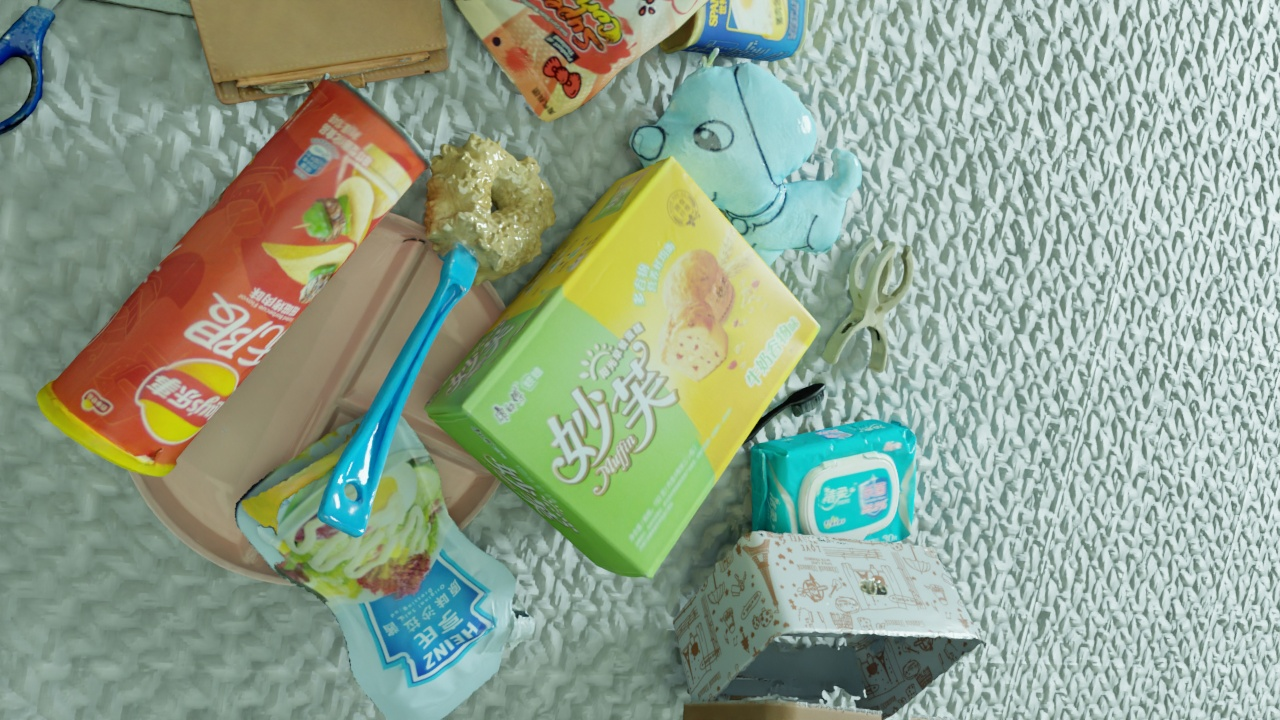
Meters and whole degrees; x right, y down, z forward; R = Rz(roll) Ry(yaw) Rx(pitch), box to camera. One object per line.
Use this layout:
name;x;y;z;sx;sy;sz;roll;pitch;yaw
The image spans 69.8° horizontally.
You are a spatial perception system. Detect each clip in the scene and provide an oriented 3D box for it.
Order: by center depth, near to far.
clip;0.173;-0.041;0.684;0.070;0.034;0.100;11;100;-25

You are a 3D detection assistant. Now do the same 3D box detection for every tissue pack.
tissue pack;0.141;0.099;0.686;0.133;0.050;0.093;-9;104;-20

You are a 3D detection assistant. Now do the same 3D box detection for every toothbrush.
toothbrush;0.060;0.066;0.666;0.188;0.014;0.017;-30;122;-15

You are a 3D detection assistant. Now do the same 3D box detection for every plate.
plate;-0.182;0.022;0.547;0.229;0.028;0.229;-5;102;-22

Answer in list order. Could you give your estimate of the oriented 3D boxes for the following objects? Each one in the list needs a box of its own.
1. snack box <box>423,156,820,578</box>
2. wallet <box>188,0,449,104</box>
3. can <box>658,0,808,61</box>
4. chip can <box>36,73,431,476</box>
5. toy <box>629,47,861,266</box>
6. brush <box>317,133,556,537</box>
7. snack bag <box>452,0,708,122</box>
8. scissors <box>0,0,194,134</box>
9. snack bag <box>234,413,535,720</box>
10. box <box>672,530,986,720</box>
snack box;-0.003;0.003;0.569;0.157;0.070;0.209;46;67;-20
wallet;-0.177;-0.202;0.502;0.131;0.031;0.108;-16;115;-17
can;0.060;-0.246;0.586;0.083;0.057;0.102;-2;100;-25
chip can;-0.203;-0.044;0.472;0.073;0.073;0.216;43;82;-24
toy;0.074;-0.132;0.613;0.161;0.050;0.156;-14;117;-10
brush;-0.113;-0.024;0.504;0.083;0.046;0.254;39;56;-33
snack bag;-0.010;-0.241;0.518;0.208;0.073;0.128;-32;114;19
scissors;-0.310;-0.192;0.463;0.162;0.012;0.175;31;85;-25
snack bag;-0.144;0.130;0.549;0.110;0.039;0.191;-38;114;-24
box;0.129;0.223;0.631;0.181;0.148;0.147;10;130;-24
